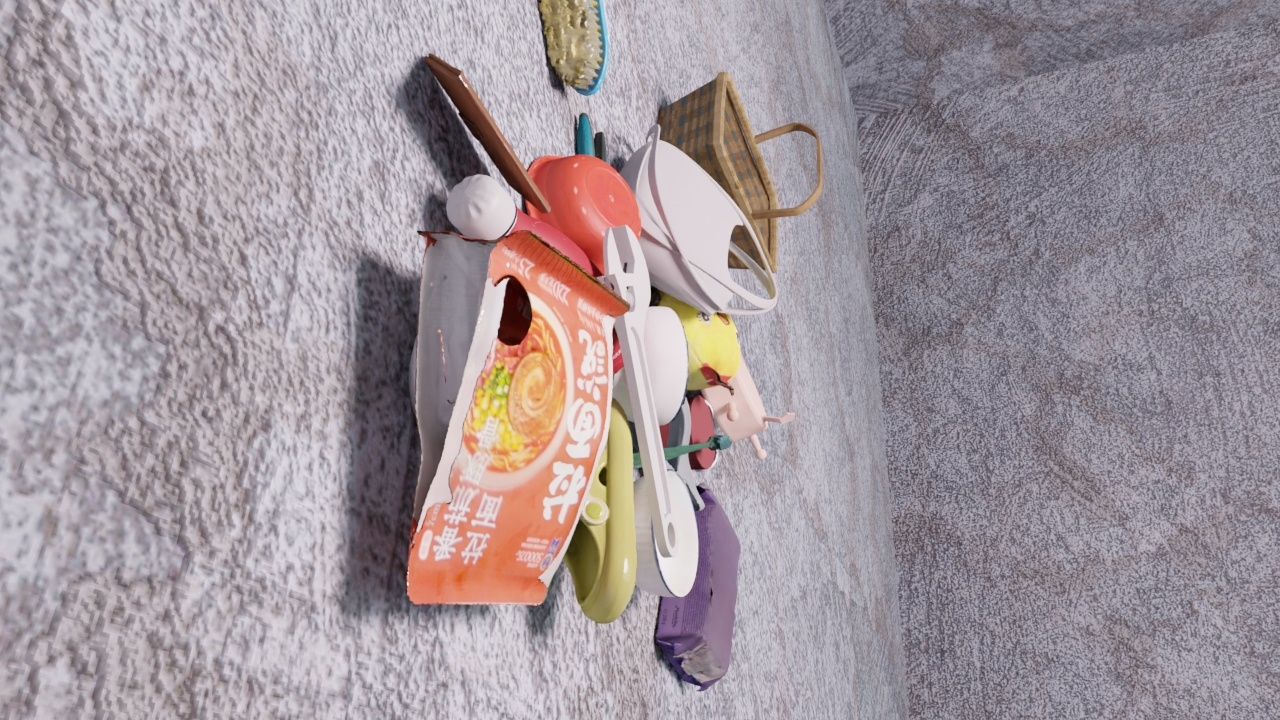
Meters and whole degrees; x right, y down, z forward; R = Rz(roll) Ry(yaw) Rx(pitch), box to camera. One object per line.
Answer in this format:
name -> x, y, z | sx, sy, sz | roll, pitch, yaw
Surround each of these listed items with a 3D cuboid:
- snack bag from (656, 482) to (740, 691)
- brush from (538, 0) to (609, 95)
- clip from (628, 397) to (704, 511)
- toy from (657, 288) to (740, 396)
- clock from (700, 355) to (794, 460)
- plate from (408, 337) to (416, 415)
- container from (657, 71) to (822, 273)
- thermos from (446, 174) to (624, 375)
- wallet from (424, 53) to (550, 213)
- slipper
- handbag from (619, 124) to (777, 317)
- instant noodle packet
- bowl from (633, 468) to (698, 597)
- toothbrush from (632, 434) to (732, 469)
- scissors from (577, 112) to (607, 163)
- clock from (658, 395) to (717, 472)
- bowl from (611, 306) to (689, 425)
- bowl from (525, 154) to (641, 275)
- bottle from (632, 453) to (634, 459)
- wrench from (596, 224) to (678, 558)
snack bag -> 0.069, 0.241, 0.998 | 0.204, 0.058, 0.096 | -78, 150, -41
brush -> -0.057, -0.327, 0.900 | 0.075, 0.055, 0.136 | -8, 90, -64
clip -> 0.014, 0.095, 0.943 | 0.106, 0.028, 0.163 | -21, 102, -42
toy -> 0.053, -0.046, 1.038 | 0.133, 0.092, 0.207 | 36, 38, -49
clock -> 0.119, 0.028, 1.143 | 0.131, 0.086, 0.160 | 51, 12, -52
plate -> -0.117, 0.018, 0.637 | 0.173, 0.036, 0.174 | -8, 90, -69
container -> 0.143, -0.239, 1.197 | 0.250, 0.187, 0.157 | 56, 33, -48
thermos -> -0.074, -0.065, 0.730 | 0.240, 0.073, 0.073 | 47, 39, -55
wallet -> -0.112, -0.167, 0.676 | 0.121, 0.013, 0.087 | 56, -7, -37
slipper -> -0.051, 0.114, 0.729 | 0.092, 0.081, 0.190 | 121, -32, -50
handbag -> 0.073, -0.139, 1.000 | 0.222, 0.096, 0.215 | 34, 42, -21
instant noodle packet -> -0.088, 0.045, 0.593 | 0.164, 0.084, 0.220 | 33, 63, -63
bowl -> 0.006, 0.164, 0.861 | 0.118, 0.062, 0.118 | -9, 90, -69
toothbrush -> 0.031, 0.094, 0.923 | 0.189, 0.017, 0.016 | -7, 92, -48
scissors -> -0.046, -0.178, 0.923 | 0.149, 0.019, 0.131 | -63, 139, -58
clock -> 0.056, 0.084, 1.044 | 0.124, 0.044, 0.087 | 14, 69, -67
bowl -> -0.005, 0.005, 0.863 | 0.113, 0.063, 0.113 | -179, -90, -68
bowl -> -0.041, -0.135, 0.823 | 0.130, 0.045, 0.130 | 30, 47, -38
bottle -> -0.032, 0.127, 0.807 | 0.043, 0.043, 0.110 | 55, 34, -49
wrench -> 0.003, 0.025, 0.755 | 0.086, 0.018, 0.273 | -16, 96, -71
